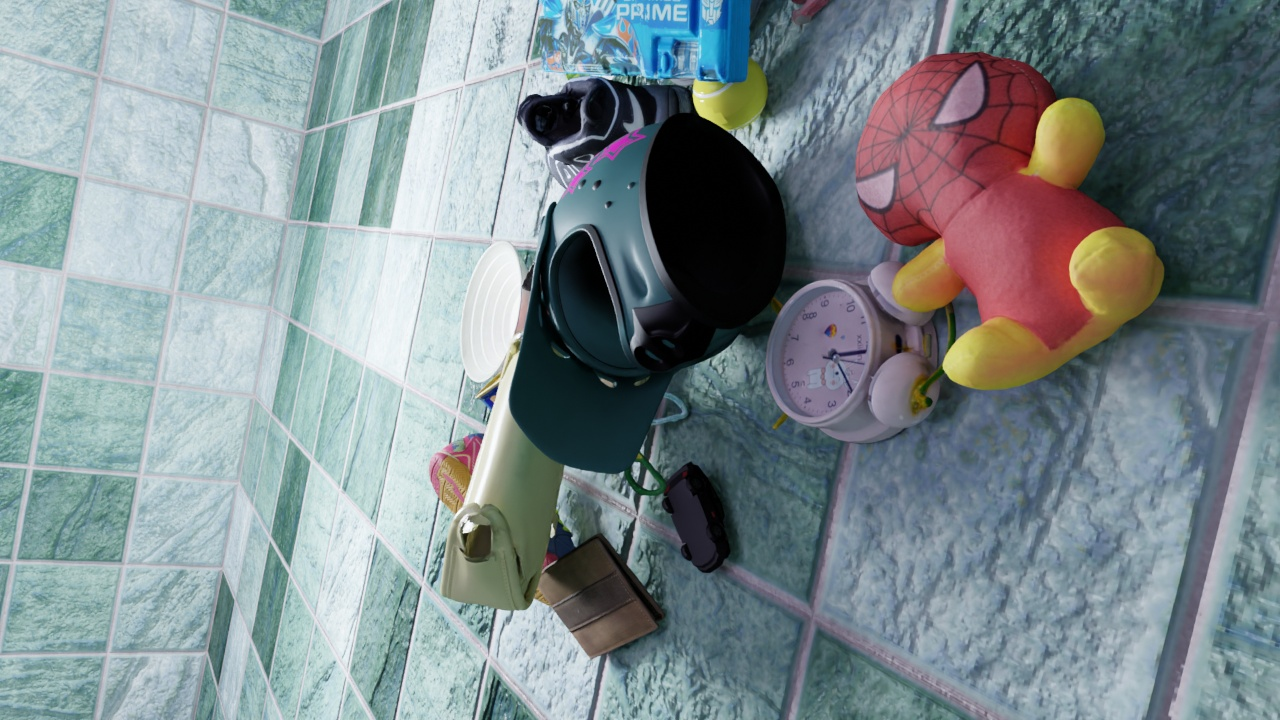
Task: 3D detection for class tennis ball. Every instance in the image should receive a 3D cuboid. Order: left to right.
[{"bbox_3d":[0.078,-0.234,0.801,0.065,0.065,0.065,-22,63,53],"label":"tennis ball"}]

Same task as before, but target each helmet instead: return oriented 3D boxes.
[{"bbox_3d":[-0.002,-0.058,0.741,0.201,0.176,0.274,-38,28,41],"label":"helmet"}]

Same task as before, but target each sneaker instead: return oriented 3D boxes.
[{"bbox_3d":[-0.117,0.160,0.966,0.242,0.090,0.116,40,135,22],"label":"sneaker"},{"bbox_3d":[-0.069,-0.232,0.951,0.253,0.150,0.097,0,82,58],"label":"sneaker"}]

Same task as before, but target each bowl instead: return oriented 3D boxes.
[{"bbox_3d":[-0.162,-0.056,1.134,0.177,0.057,0.176,-22,63,53],"label":"bowl"}]

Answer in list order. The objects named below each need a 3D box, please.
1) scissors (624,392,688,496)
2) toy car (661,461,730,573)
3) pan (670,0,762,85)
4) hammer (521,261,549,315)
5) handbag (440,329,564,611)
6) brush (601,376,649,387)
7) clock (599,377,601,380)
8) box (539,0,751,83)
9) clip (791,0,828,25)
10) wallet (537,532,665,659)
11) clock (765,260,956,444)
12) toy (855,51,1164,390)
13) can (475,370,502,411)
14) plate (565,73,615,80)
[{"bbox_3d":[-0.007,0.065,0.855,0.130,0.011,0.125,-41,78,17],"label":"scissors"},{"bbox_3d":[0.051,0.132,0.772,0.042,0.036,0.091,-47,55,39],"label":"toy car"},{"bbox_3d":[0.102,-0.372,0.829,0.357,0.050,0.200,1,82,60],"label":"pan"},{"bbox_3d":[-0.128,0.037,1.044,0.140,0.036,0.326,-75,-3,-78],"label":"hammer"},{"bbox_3d":[-0.110,0.101,0.829,0.191,0.088,0.232,107,176,-63],"label":"handbag"},{"bbox_3d":[-0.005,0.005,0.883,0.039,0.049,0.117,18,98,39],"label":"brush"},{"bbox_3d":[-0.066,0.035,0.983,0.088,0.042,0.123,-38,57,47],"label":"clock"},{"bbox_3d":[0.007,-0.330,0.801,0.244,0.070,0.171,20,91,43],"label":"box"},{"bbox_3d":[0.144,-0.298,0.758,0.060,0.023,0.044,20,103,59],"label":"clip"},{"bbox_3d":[-0.042,0.221,0.855,0.098,0.026,0.121,53,134,4],"label":"wallet"},{"bbox_3d":[0.153,-0.005,0.628,0.158,0.058,0.116,-13,71,55],"label":"clock"},{"bbox_3d":[0.204,-0.093,0.537,0.148,0.098,0.216,-40,50,32],"label":"toy"},{"bbox_3d":[-0.118,0.031,0.948,0.100,0.059,0.053,-32,13,45],"label":"can"},{"bbox_3d":[-0.017,-0.388,0.955,0.230,0.030,0.229,-26,59,55],"label":"plate"}]
